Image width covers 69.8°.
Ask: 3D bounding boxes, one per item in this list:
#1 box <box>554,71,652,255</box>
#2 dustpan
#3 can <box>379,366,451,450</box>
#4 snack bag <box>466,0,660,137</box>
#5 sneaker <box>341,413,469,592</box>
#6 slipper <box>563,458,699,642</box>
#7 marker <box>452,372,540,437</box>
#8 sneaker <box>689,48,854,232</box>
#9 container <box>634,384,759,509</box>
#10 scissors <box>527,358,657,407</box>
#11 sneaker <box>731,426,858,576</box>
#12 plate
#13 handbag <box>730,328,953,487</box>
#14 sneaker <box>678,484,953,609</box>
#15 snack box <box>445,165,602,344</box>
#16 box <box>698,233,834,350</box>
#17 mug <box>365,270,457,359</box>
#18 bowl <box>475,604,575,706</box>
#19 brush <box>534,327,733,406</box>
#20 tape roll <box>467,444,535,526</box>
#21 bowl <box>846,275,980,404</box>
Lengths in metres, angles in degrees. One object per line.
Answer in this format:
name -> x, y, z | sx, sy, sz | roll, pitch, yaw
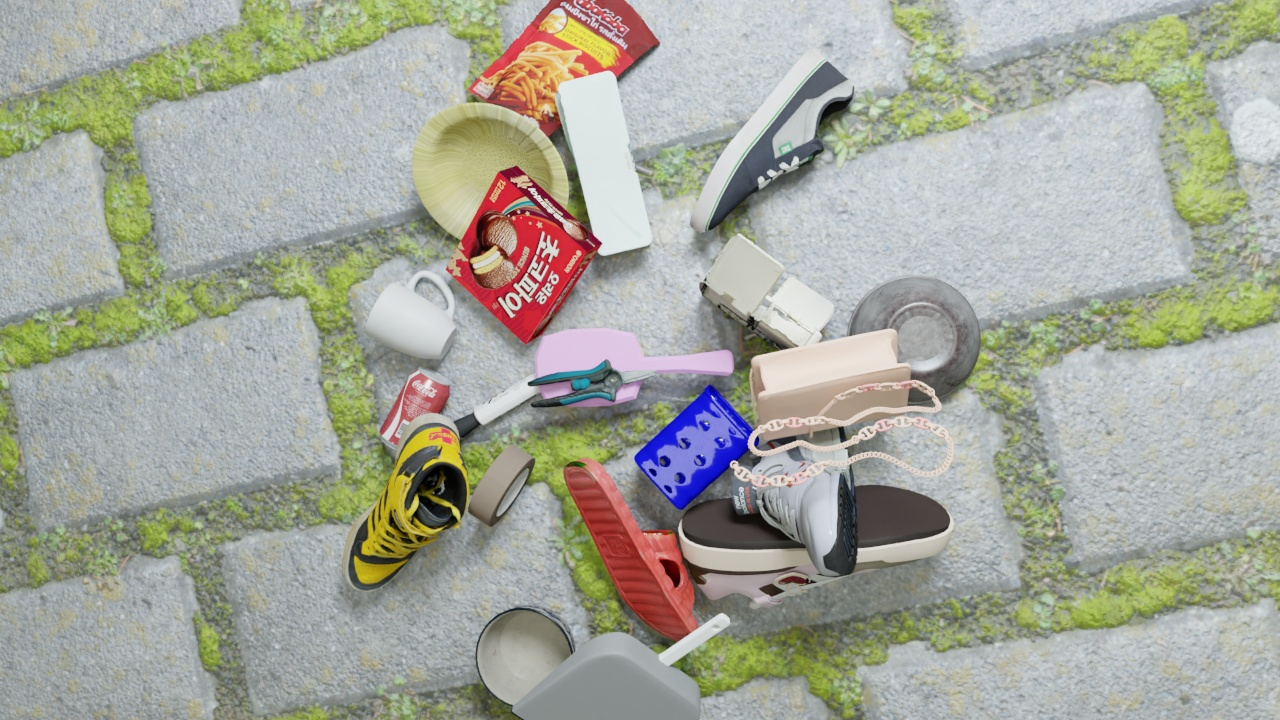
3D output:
box -> -0.040, -0.219, 1.034 | 0.085, 0.073, 0.199 | -20, 100, -28
dustpan -> 0.002, 0.360, 1.019 | 0.163, 0.033, 0.258 | 40, 115, -19
can -> -0.268, 0.060, 1.097 | 0.054, 0.054, 0.096 | 30, 95, 8
snack bag -> -0.093, -0.351, 1.077 | 0.208, 0.066, 0.139 | -43, 78, -2
sneaker -> -0.266, 0.187, 1.048 | 0.086, 0.122, 0.239 | 20, 102, -27
slipper -> -0.001, 0.209, 1.035 | 0.059, 0.104, 0.249 | -35, 98, -34
marker -> -0.172, 0.055, 1.096 | 0.126, 0.025, 0.025 | -30, 86, 8
sneaker -> 0.147, -0.227, 1.016 | 0.079, 0.084, 0.235 | 39, 92, 7
container -> 0.063, 0.097, 1.030 | 0.114, 0.084, 0.085 | -43, 85, 8
scissors -> -0.059, 0.020, 1.036 | 0.135, 0.019, 0.130 | 36, 95, 5
sneaker -> 0.157, 0.145, 0.953 | 0.124, 0.239, 0.089 | -9, 111, 17
plate -> -0.169, -0.215, 1.061 | 0.184, 0.036, 0.185 | 6, 128, 8
handbag -> 0.188, 0.077, 0.911 | 0.199, 0.117, 0.186 | -11, 51, 5
sneaker -> 0.194, 0.219, 1.011 | 0.294, 0.111, 0.116 | -6, 115, 6
snack box -> -0.136, -0.118, 1.048 | 0.132, 0.035, 0.152 | 43, 126, 6
box -> 0.140, -0.070, 0.970 | 0.143, 0.181, 0.081 | 36, 88, 4
mug -> -0.260, -0.055, 1.096 | 0.089, 0.071, 0.107 | 27, 67, -1
bowl -> -0.128, 0.340, 1.074 | 0.115, 0.059, 0.115 | 0, 90, 9
brush -> -0.006, 0.006, 1.060 | 0.229, 0.043, 0.089 | -2, 90, 9
tape roll -> -0.160, 0.144, 1.060 | 0.030, 0.093, 0.094 | 31, 95, 7
bowl -> 0.301, -0.024, 0.998 | 0.145, 0.067, 0.145 | 0, 90, 9
